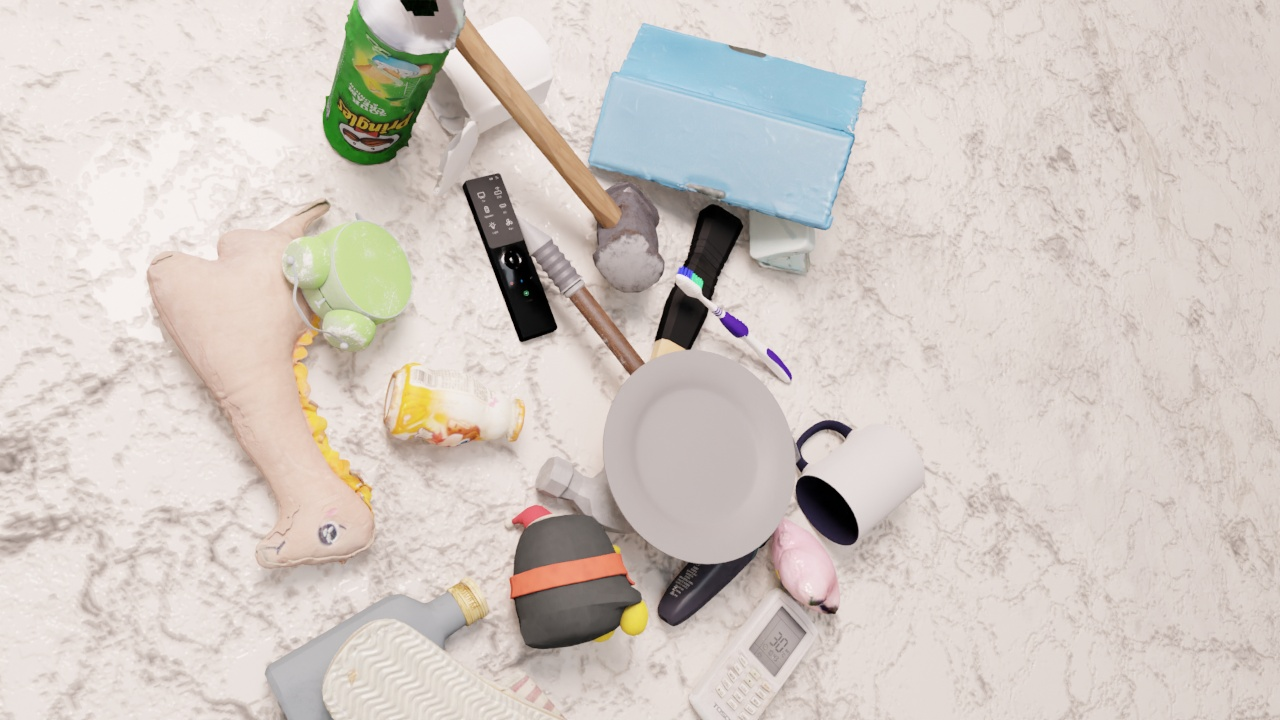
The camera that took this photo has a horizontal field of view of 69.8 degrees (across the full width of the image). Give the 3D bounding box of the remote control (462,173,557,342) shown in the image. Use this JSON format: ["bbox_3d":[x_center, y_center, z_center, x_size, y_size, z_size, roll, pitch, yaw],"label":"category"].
[{"bbox_3d":[-0.115,-0.092,0.811,0.034,0.013,0.150,-20,88,-26],"label":"remote control"}]

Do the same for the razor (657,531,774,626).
[{"bbox_3d":[0.068,0.181,0.826,0.142,0.047,0.052,-41,122,-23],"label":"razor"}]

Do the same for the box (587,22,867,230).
[{"bbox_3d":[0.083,-0.227,0.848,0.232,0.066,0.173,16,79,5],"label":"box"}]

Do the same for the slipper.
[{"bbox_3d":[-0.120,0.283,0.688,0.263,0.052,0.114,42,69,-19],"label":"slipper"}]

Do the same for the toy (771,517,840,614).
[{"bbox_3d":[0.149,0.188,0.842,0.050,0.102,0.093,-31,64,6],"label":"toy"}]

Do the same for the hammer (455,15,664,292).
[{"bbox_3d":[-0.082,-0.187,0.743,0.328,0.052,0.097,48,24,-35],"label":"hammer"}]

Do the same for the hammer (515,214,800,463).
[{"bbox_3d":[-0.003,0.006,0.788,0.155,0.043,0.322,-41,97,-27],"label":"hammer"}]

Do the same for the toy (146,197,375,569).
[{"bbox_3d":[-0.257,0.019,0.700,0.195,0.065,0.264,-37,101,-35],"label":"toy"}]

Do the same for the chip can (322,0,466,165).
[{"bbox_3d":[-0.189,-0.216,0.685,0.075,0.224,0.075,4,81,-24],"label":"chip can"}]

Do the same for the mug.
[{"bbox_3d":[0.200,0.107,0.887,0.096,0.079,0.112,-32,65,-26],"label":"mug"}]

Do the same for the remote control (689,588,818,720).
[{"bbox_3d":[0.103,0.275,0.830,0.060,0.025,0.138,49,65,-9],"label":"remote control"}]

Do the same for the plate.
[{"bbox_3d":[0.050,0.079,0.765,0.178,0.012,0.178,6,74,-22],"label":"plate"}]

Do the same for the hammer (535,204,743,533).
[{"bbox_3d":[0.023,0.001,0.843,0.131,0.039,0.327,29,69,-18],"label":"hammer"}]

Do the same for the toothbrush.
[{"bbox_3d":[0.091,-0.030,0.859,0.186,0.015,0.016,39,55,-36],"label":"toothbrush"}]

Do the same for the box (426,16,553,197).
[{"bbox_3d":[-0.140,-0.219,0.783,0.159,0.085,0.118,-32,86,-25],"label":"box"}]

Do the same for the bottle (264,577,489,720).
[{"bbox_3d":[-0.192,0.220,0.696,0.161,0.046,0.072,-28,92,-26],"label":"bottle"}]

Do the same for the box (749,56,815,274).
[{"bbox_3d":[0.152,-0.190,0.930,0.096,0.086,0.198,14,74,-50],"label":"box"}]

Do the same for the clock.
[{"bbox_3d":[-0.222,-0.062,0.704,0.094,0.043,0.119,61,34,-20],"label":"clock"}]

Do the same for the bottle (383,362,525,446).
[{"bbox_3d":[-0.149,0.039,0.741,0.108,0.063,0.063,12,75,-21],"label":"bottle"}]

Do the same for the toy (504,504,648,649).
[{"bbox_3d":[-0.059,0.171,0.740,0.099,0.098,0.119,-3,72,-31],"label":"toy"}]
